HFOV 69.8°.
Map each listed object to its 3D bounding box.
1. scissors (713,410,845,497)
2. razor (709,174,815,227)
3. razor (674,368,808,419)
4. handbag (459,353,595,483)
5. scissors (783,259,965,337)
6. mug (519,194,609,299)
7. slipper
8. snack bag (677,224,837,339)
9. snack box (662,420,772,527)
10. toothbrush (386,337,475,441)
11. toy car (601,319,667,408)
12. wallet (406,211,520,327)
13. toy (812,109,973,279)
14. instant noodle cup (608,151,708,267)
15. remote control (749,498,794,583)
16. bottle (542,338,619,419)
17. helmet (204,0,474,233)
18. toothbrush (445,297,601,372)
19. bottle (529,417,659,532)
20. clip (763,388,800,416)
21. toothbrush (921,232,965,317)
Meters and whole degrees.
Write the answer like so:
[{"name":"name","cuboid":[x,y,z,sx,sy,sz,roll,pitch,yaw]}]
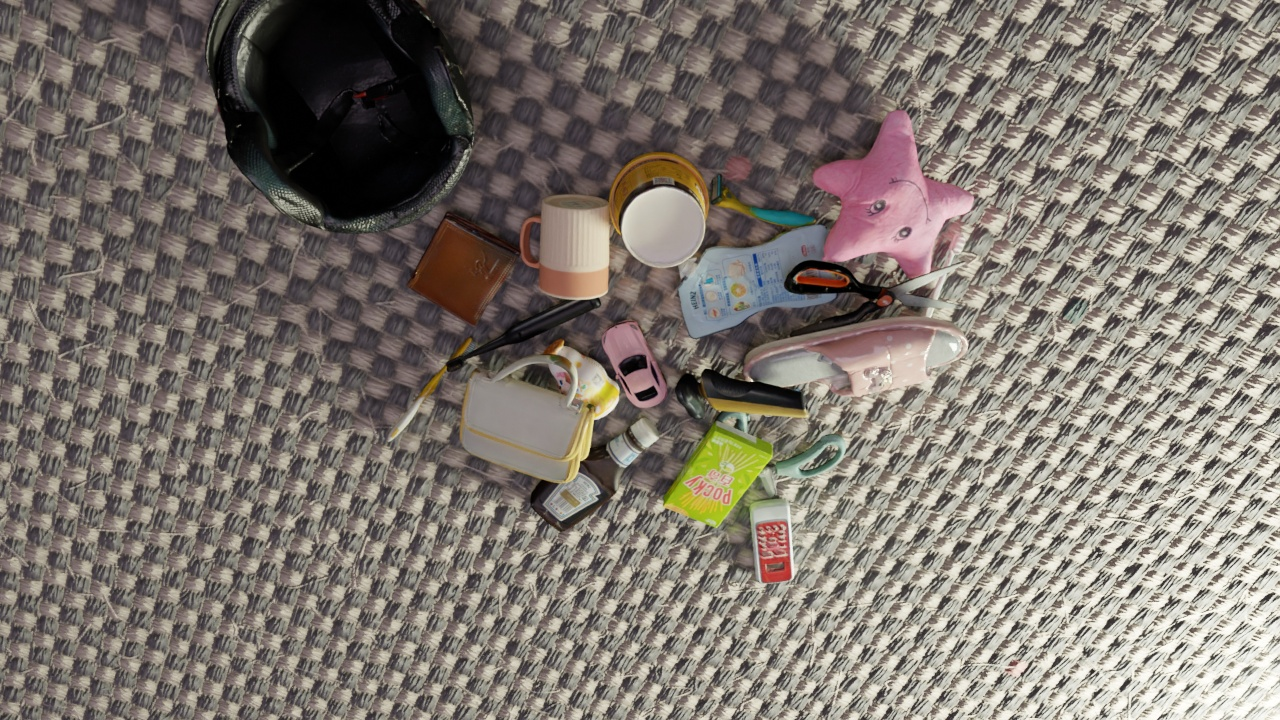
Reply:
[{"name":"scissors","cuboid":[0.175,0.112,1.212,0.172,0.019,0.170,-25,122,20]},{"name":"razor","cuboid":[0.144,-0.180,1.084,0.132,0.043,0.028,15,138,-12]},{"name":"razor","cuboid":[0.128,0.050,1.151,0.167,0.062,0.068,7,109,13]},{"name":"handbag","cuboid":[-0.140,0.061,1.134,0.163,0.063,0.179,18,129,7]},{"name":"scissors","cuboid":[0.268,-0.072,1.097,0.227,0.021,0.222,25,133,-29]},{"name":"mug","cuboid":[-0.091,-0.138,1.080,0.115,0.081,0.106,15,115,25]},{"name":"slipper","cuboid":[0.264,0.004,1.131,0.274,0.054,0.114,-7,146,8]},{"name":"snack bag","cuboid":[0.140,-0.096,1.116,0.191,0.038,0.110,-13,125,5]},{"name":"snack box","cuboid":[0.101,0.154,1.220,0.085,0.026,0.157,24,125,-10]},{"name":"toothbrush","cuboid":[-0.272,0.041,1.189,0.018,0.016,0.192,34,110,-24]},{"name":"toy car","cuboid":[-0.007,0.007,1.165,0.056,0.037,0.122,-23,112,8]},{"name":"wallet","cuboid":[-0.214,-0.108,1.105,0.101,0.032,0.125,28,123,-17]},{"name":"toy","cuboid":[0.286,-0.168,1.063,0.179,0.074,0.194,-41,109,8]},{"name":"instant noodle cup","cuboid":[0.023,-0.167,1.042,0.118,0.114,0.119,0,114,-1]},{"name":"remote control","cuboid":[0.185,0.256,1.289,0.056,0.020,0.136,-6,115,3]},{"name":"bottle","cuboid":[-0.077,0.023,1.156,0.063,0.063,0.108,-36,110,14]},{"name":"helmet","cuboid":[-0.299,-0.267,0.931,0.233,0.230,0.275,-30,113,-4]},{"name":"toothbrush","cuboid":[-0.149,-0.034,1.143,0.213,0.027,0.026,-25,130,7]},{"name":"bottle","cuboid":[-0.058,0.148,1.225,0.195,0.044,0.080,-40,109,15]},{"name":"clip","cuboid":[0.185,0.056,1.200,0.058,0.036,0.026,-20,115,5]},{"name":"toothbrush","cuboid":[0.365,-0.073,1.141,0.016,0.016,0.180,14,115,-4]}]
